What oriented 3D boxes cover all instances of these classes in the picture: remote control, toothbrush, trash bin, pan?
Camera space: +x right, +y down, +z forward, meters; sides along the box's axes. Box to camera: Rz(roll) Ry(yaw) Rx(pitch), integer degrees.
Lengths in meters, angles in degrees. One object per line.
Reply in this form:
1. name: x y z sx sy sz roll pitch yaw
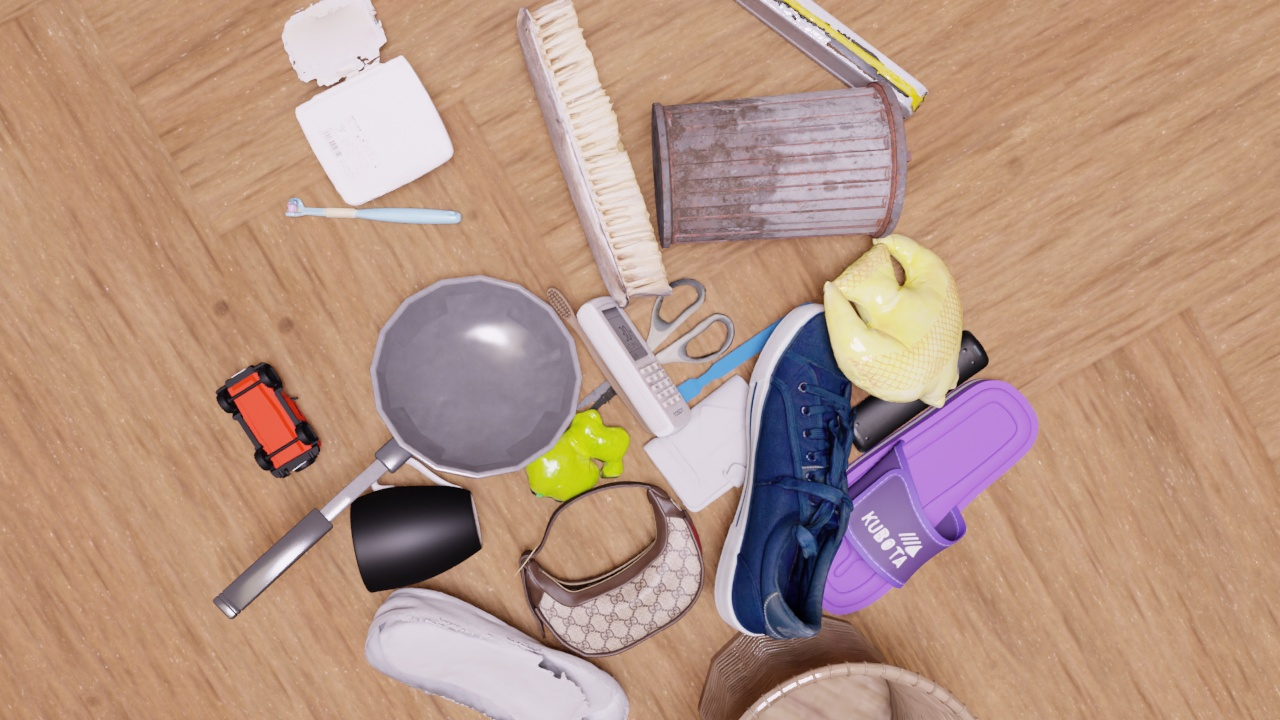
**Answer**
1. remote control: 0.255 0.029 0.849 0.152 0.020 0.041 -35 92 -2
2. toothbrush: -0.032 0.002 0.818 0.016 0.016 0.167 -34 108 7
3. toothbrush: 0.091 -0.005 0.845 0.166 0.014 0.016 -34 94 -5
4. trash bin: 0.119 -0.164 0.780 0.211 0.131 0.131 -4 93 -1
5. pan: -0.201 0.074 0.765 0.178 0.041 0.356 45 69 0
6. toothbrush: -0.238 -0.132 0.819 0.155 0.016 0.022 3 54 -3
7. remote control: -0.005 0.005 0.804 0.025 0.060 0.138 -35 86 21

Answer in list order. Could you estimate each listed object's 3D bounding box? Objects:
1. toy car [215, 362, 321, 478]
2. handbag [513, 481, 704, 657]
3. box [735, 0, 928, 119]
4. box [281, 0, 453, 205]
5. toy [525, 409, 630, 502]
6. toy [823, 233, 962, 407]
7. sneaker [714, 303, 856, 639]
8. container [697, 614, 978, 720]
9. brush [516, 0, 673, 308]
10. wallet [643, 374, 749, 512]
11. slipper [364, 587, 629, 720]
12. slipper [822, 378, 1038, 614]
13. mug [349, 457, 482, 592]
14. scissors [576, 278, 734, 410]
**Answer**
1. toy car: -0.323 0.053 0.807 0.051 0.049 0.100 -32 93 -1
2. handbag: -0.028 0.183 0.820 0.166 0.063 0.138 -30 93 4
3. box: 0.161 -0.284 0.810 0.209 0.064 0.033 35 99 -3
4. box: -0.243 -0.232 0.786 0.110 0.083 0.190 -26 92 -3
5. toy: -0.061 0.087 0.829 0.094 0.036 0.093 32 85 -10
6. toy: 0.232 -0.031 0.804 0.170 0.065 0.155 -42 99 -34
7. sneaker: 0.146 0.090 0.768 0.120 0.127 0.294 19 77 -32
8. container: 0.154 0.331 0.768 0.227 0.196 0.227 0 92 -3
9. brush: -0.042 -0.177 0.794 0.056 0.083 0.271 -20 92 -4
10. wallet: 0.069 0.078 0.836 0.116 0.032 0.086 -41 93 -1
11. slipper: -0.122 0.273 0.811 0.246 0.074 0.112 28 121 -14
12. slipper: 0.252 0.122 0.821 0.266 0.084 0.107 -41 94 -1
13. mug: -0.197 0.135 0.808 0.100 0.085 0.118 -12 64 -8
14. scissors: 0.003 -0.012 0.840 0.170 0.012 0.131 -9 93 2
